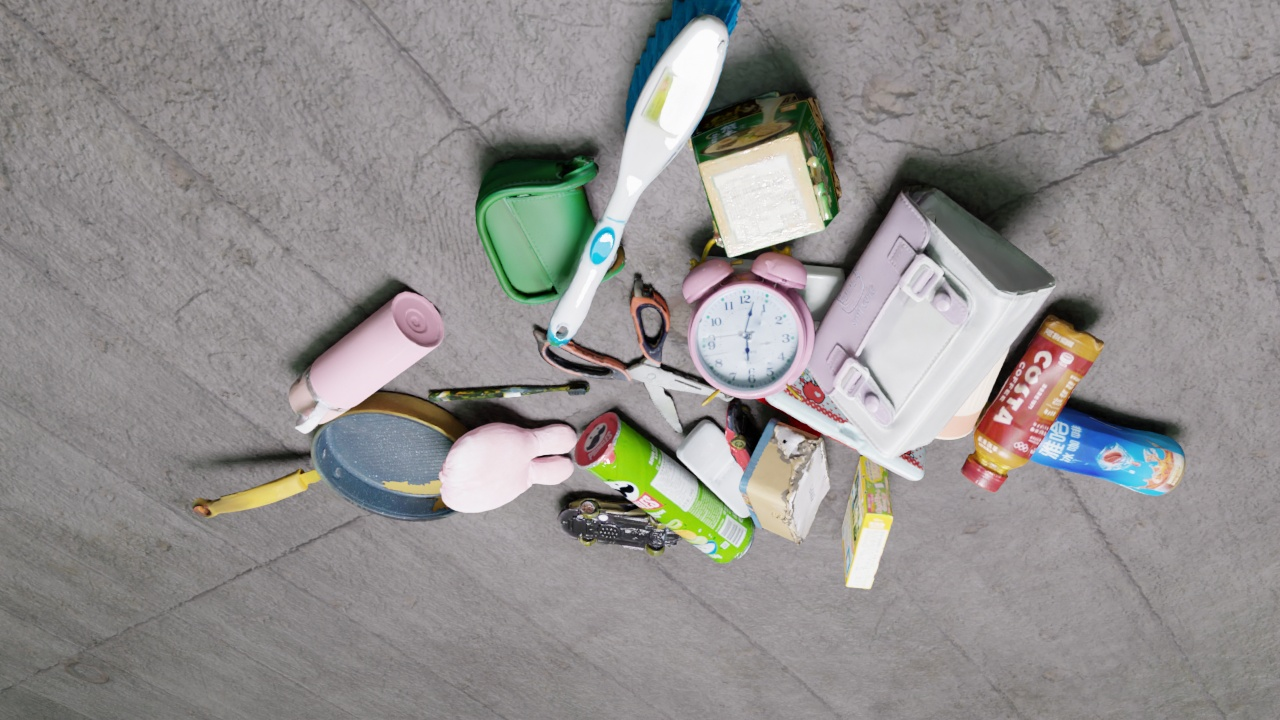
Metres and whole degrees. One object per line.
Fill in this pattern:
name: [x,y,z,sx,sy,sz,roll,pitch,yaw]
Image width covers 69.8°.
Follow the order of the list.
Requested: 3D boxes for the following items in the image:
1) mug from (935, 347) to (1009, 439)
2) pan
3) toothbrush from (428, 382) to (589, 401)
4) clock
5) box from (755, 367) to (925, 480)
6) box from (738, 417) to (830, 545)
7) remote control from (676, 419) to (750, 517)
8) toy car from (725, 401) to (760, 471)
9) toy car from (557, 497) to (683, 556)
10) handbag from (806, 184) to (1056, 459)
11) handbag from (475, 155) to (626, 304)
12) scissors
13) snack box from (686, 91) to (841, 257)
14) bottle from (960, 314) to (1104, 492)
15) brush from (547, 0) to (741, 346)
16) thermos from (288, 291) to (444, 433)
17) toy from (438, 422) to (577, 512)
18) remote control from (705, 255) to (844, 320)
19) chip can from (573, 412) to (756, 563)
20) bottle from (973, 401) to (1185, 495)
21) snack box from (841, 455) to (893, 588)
mug: [0.285,0.007,0.888,0.114,0.081,0.106,16,132,9]
pan: [-0.365,0.138,1.094,0.358,0.078,0.198,-7,131,13]
toothbrush: [-0.147,0.037,1.012,0.186,0.017,0.012,-3,113,11]
clock: [0.096,-0.040,0.828,0.117,0.059,0.158,-5,94,13]
box: [0.194,0.059,0.932,0.201,0.101,0.095,27,130,-17]
box: [0.157,0.134,0.978,0.062,0.089,0.184,23,161,21]
remote control: [0.096,0.124,1.044,0.056,0.020,0.136,-48,120,-6]
toy car: [0.114,0.090,1.007,0.031,0.049,0.106,-11,133,22]
toy car: [-0.024,0.201,1.133,0.158,0.042,0.070,7,133,0]
handbag: [0.236,-0.032,0.799,0.098,0.145,0.197,-11,140,-36]
handbag: [-0.082,-0.120,0.829,0.120,0.067,0.131,-11,130,6]
scissors: [-0.005,0.005,0.964,0.189,0.015,0.223,-8,131,14]
snack box: [0.095,-0.142,0.730,0.118,0.105,0.118,-15,110,17]
bottle: [0.370,0.044,0.880,0.057,0.057,0.175,22,107,-13]
brush: [-0.008,-0.150,0.751,0.060,0.109,0.315,21,130,-13]
thermos: [-0.295,0.009,0.958,0.199,0.087,0.067,-31,121,29]
toy: [-0.150,0.119,1.042,0.159,0.054,0.121,-8,130,-24]
remote control: [0.125,-0.068,0.876,0.135,0.019,0.056,5,133,3]
chip can: [0.032,0.152,1.061,0.072,0.072,0.236,-33,122,32]
bottle: [0.446,0.083,0.947,0.218,0.065,0.065,16,133,-6]
snack box: [0.258,0.187,1.053,0.034,0.086,0.141,3,133,5]
